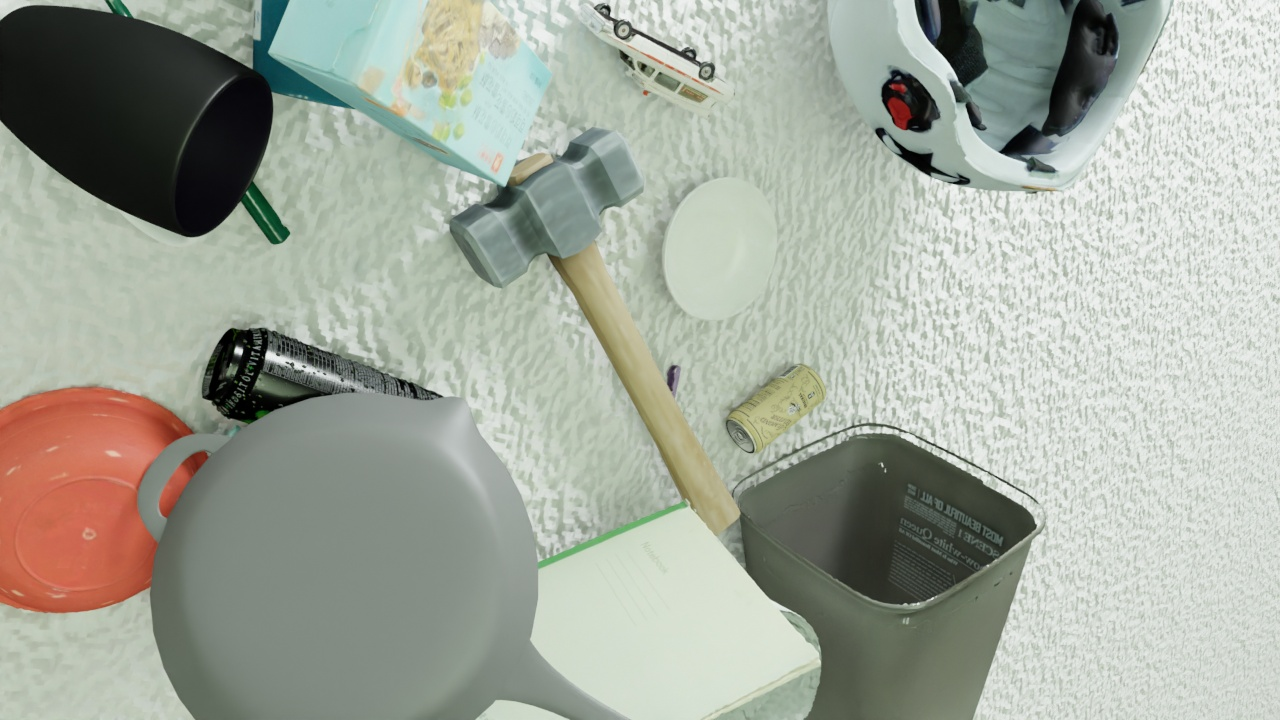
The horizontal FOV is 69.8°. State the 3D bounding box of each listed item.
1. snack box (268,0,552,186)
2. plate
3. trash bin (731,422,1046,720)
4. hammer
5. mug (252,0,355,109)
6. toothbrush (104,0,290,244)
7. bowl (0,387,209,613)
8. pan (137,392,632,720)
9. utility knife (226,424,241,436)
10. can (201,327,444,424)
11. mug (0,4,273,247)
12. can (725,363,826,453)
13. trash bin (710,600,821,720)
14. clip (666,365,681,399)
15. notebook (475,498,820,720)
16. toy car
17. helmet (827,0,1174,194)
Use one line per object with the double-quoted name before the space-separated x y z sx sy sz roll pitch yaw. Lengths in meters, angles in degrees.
"snack box" -0.106 -0.150 0.467 0.075 0.053 0.174 -66 165 2
"plate" 0.053 -0.082 0.671 0.104 0.026 0.104 -12 112 -32
"trash bin" 0.198 0.208 0.773 0.197 0.197 0.220 -21 122 -30
"hammer" -0.004 0.004 0.639 0.117 0.051 0.323 -36 121 -14
"mug" -0.158 -0.193 0.462 0.078 0.078 0.121 3 108 -35
"toothbrush" -0.233 -0.141 0.462 0.017 0.016 0.190 -40 124 -23
"bowl" -0.290 0.081 0.478 0.130 0.045 0.131 -12 112 -31
"pan" -0.095 0.143 0.472 0.354 0.024 0.216 31 76 -4
"utility knife" -0.191 0.097 0.574 0.022 0.016 0.177 -49 129 -10
"can" -0.176 0.025 0.532 0.137 0.054 0.054 25 90 -37
"mug" -0.241 -0.105 0.431 0.100 0.119 0.084 25 50 -4
"can" 0.110 0.039 0.743 0.079 0.038 0.038 -35 122 -20
"trash bin" 0.026 0.203 0.663 0.133 0.161 0.133 -12 112 -32
"clip" 0.014 0.024 0.690 0.046 0.014 0.050 26 88 -37
"notebook" -0.044 0.180 0.568 0.252 0.182 0.010 -20 119 -16
"toy car" 0.009 -0.193 0.599 0.113 0.039 0.039 13 119 -36
"helmet" 0.228 -0.248 0.652 0.264 0.164 0.236 35 81 -31
